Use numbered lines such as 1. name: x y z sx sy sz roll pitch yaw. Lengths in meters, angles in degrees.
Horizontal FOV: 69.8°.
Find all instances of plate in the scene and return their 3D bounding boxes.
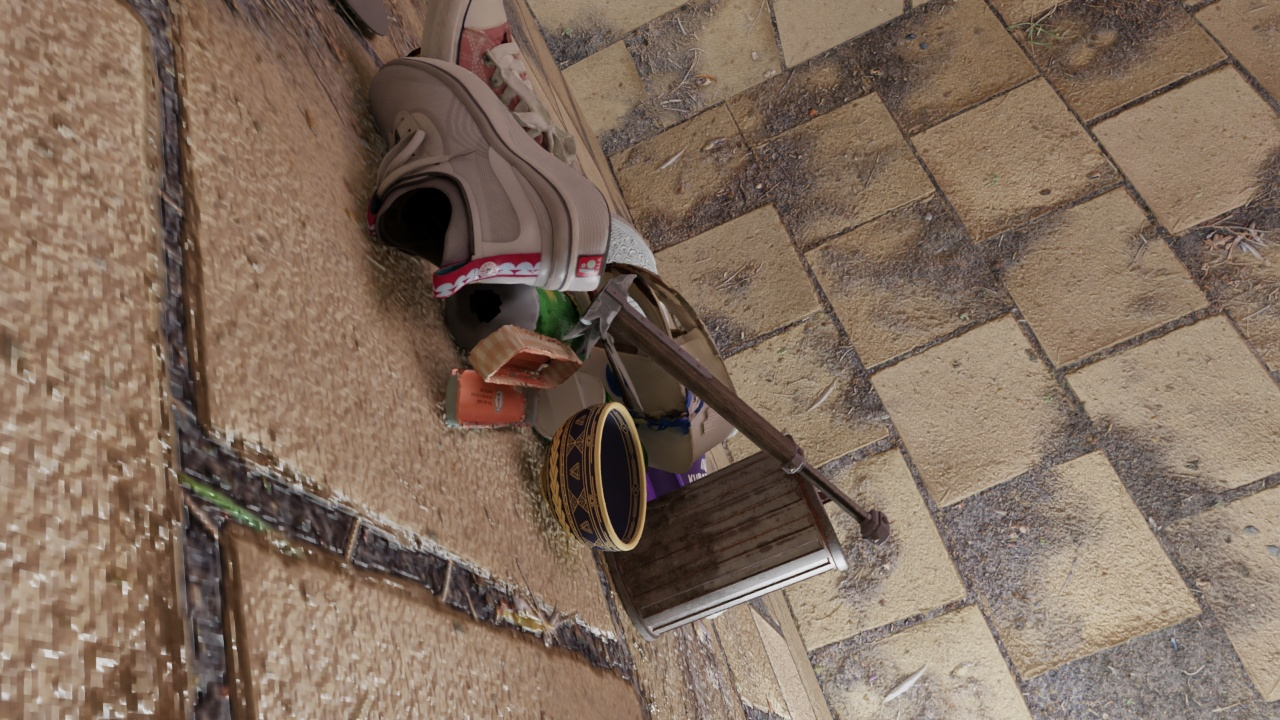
1. plate: -0.264 -0.354 0.764 0.178 0.012 0.178 -23 89 -84

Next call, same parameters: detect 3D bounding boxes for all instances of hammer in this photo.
1. hammer: 0.086 0.045 0.752 0.317 0.028 0.146 40 28 -7

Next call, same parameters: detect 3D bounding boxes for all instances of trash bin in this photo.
1. trash bin: 0.084 0.162 0.847 0.130 0.211 0.131 -23 89 -84

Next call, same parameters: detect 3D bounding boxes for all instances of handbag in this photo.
1. handbag: -0.005 0.005 0.883 0.201 0.092 0.200 7 -59 51

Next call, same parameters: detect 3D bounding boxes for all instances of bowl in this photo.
1. bowl: -0.041 0.091 0.706 0.112 0.061 0.112 -7 90 -74

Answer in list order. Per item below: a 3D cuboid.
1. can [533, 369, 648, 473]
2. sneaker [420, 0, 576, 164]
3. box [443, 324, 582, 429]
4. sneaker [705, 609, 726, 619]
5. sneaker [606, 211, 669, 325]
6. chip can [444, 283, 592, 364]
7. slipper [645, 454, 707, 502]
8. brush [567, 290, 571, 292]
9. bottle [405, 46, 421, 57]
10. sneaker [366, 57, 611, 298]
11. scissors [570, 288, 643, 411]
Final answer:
1. can: -0.042 0.066 0.805 0.121 0.067 0.067 59 10 -50
2. sneaker: -0.111 -0.193 0.736 0.118 0.088 0.241 -50 142 -59
3. box: -0.088 0.015 0.641 0.043 0.083 0.187 48 6 9
4. sneaker: 0.075 0.214 1.188 0.087 0.079 0.235 1 66 -83
5. sneaker: -0.020 -0.107 1.164 0.087 0.089 0.236 -102 173 -45
6. chip can: -0.091 -0.033 0.751 0.223 0.075 0.075 18 48 -81
7. slipper: 0.028 0.105 1.100 0.266 0.084 0.107 66 17 13
8. brush: -0.092 -0.080 1.056 0.173 0.042 0.082 51 17 -68
9. bottle: -0.187 -0.255 0.825 0.165 0.060 0.060 -104 168 -58
10. sneaker: -0.140 -0.124 0.624 0.263 0.128 0.097 46 -44 32
11. scissors: -0.046 -0.055 0.786 0.193 0.015 0.179 -107 170 -50
